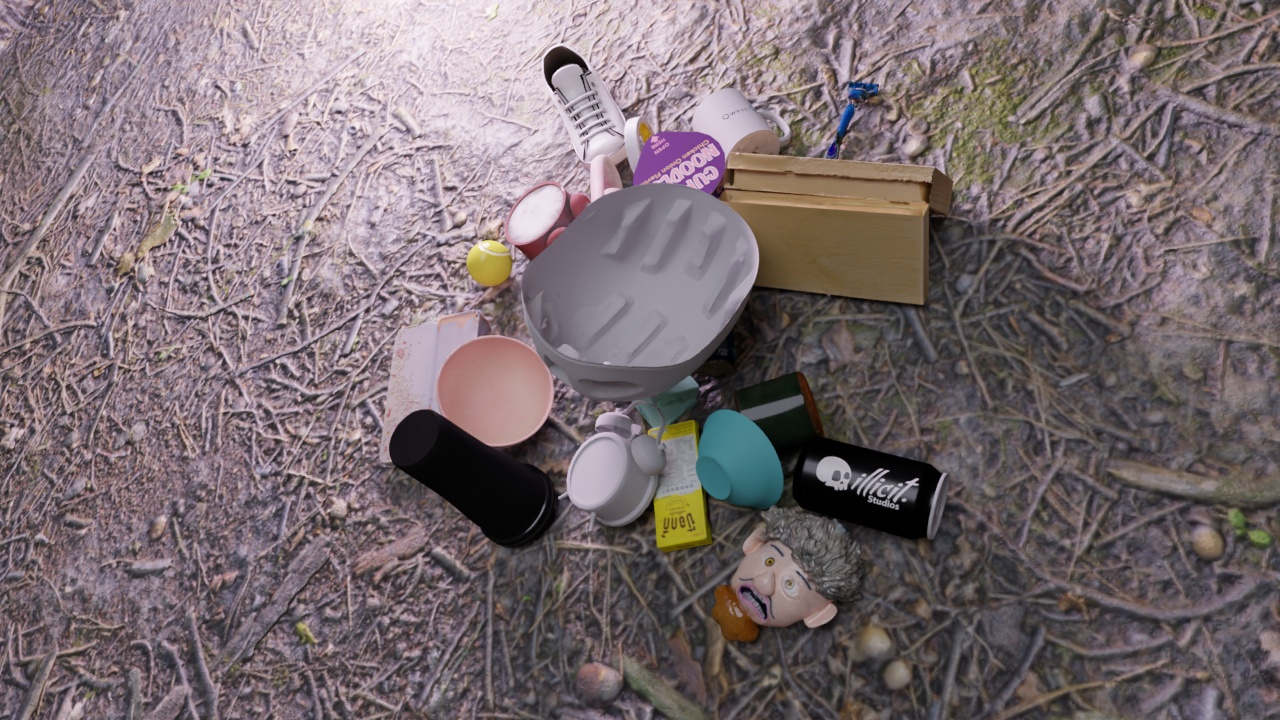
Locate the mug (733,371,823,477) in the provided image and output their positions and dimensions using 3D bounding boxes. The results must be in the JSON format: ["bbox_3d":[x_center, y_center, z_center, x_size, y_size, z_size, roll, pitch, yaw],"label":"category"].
[{"bbox_3d":[0.161,0.074,1.036,0.081,0.085,0.111,-19,91,12],"label":"mug"}]

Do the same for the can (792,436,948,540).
[{"bbox_3d":[0.240,0.134,0.962,0.146,0.080,0.080,13,70,27],"label":"can"}]

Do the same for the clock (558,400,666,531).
[{"bbox_3d":[-0.023,0.122,1.083,0.159,0.061,0.120,-57,41,2],"label":"clock"}]

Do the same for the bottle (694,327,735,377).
[{"bbox_3d":[0.086,-0.059,1.146,0.056,0.056,0.160,-12,60,18],"label":"bottle"}]

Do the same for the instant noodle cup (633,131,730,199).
[{"bbox_3d":[0.066,-0.215,1.196,0.122,0.122,0.136,-34,56,4],"label":"instant noodle cup"}]

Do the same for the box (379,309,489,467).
[{"bbox_3d":[-0.287,0.039,1.276,0.151,0.043,0.216,-13,60,23],"label":"box"}]

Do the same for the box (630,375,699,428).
[{"bbox_3d":[-0.007,0.010,1.171,0.077,0.080,0.188,-15,48,-34],"label":"box"}]

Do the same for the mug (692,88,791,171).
[{"bbox_3d":[0.145,-0.309,1.244,0.119,0.083,0.096,-16,54,-19],"label":"mug"}]

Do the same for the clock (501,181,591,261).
[{"bbox_3d":[-0.118,-0.190,1.297,0.157,0.062,0.109,14,71,43],"label":"clock"}]

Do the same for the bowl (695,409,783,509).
[{"bbox_3d":[0.096,0.119,1.008,0.046,0.121,0.121,-26,48,-33],"label":"bowl"}]

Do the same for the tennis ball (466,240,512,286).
[{"bbox_3d":[-0.216,-0.139,1.316,0.065,0.065,0.065,-10,61,19],"label":"tennis ball"}]

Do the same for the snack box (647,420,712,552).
[{"bbox_3d":[0.046,0.146,1.076,0.061,0.025,0.148,-14,60,17],"label":"snack box"}]

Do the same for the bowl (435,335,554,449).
[{"bbox_3d":[-0.191,0.051,1.186,0.153,0.076,0.152,6,65,-14],"label":"bowl"}]

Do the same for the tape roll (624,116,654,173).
[{"bbox_3d":[0.004,-0.292,1.280,0.019,0.094,0.093,-9,61,20],"label":"tape roll"}]

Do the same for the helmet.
[{"bbox_3d":[0.002,-0.082,1.048,0.224,0.184,0.282,34,80,14],"label":"helmet"}]

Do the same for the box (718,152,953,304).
[{"bbox_3d":[0.229,-0.176,1.103,0.249,0.141,0.184,10,75,28],"label":"box"}]

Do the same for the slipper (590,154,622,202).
[{"bbox_3d":[-0.028,-0.197,1.242,0.056,0.107,0.221,-21,52,12],"label":"slipper"}]

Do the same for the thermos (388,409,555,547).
[{"bbox_3d":[-0.196,0.137,1.078,0.106,0.218,0.105,-16,53,23],"label":"thermos"}]

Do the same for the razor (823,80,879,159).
[{"bbox_3d":[0.274,-0.316,1.219,0.044,0.018,0.140,16,72,29],"label":"razor"}]

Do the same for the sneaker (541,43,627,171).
[{"bbox_3d":[-0.088,-0.388,1.369,0.091,0.097,0.245,-27,56,9],"label":"sneaker"}]

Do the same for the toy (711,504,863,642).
[{"bbox_3d":[0.146,0.228,0.964,0.176,0.076,0.132,-44,55,7],"label":"toy"}]
